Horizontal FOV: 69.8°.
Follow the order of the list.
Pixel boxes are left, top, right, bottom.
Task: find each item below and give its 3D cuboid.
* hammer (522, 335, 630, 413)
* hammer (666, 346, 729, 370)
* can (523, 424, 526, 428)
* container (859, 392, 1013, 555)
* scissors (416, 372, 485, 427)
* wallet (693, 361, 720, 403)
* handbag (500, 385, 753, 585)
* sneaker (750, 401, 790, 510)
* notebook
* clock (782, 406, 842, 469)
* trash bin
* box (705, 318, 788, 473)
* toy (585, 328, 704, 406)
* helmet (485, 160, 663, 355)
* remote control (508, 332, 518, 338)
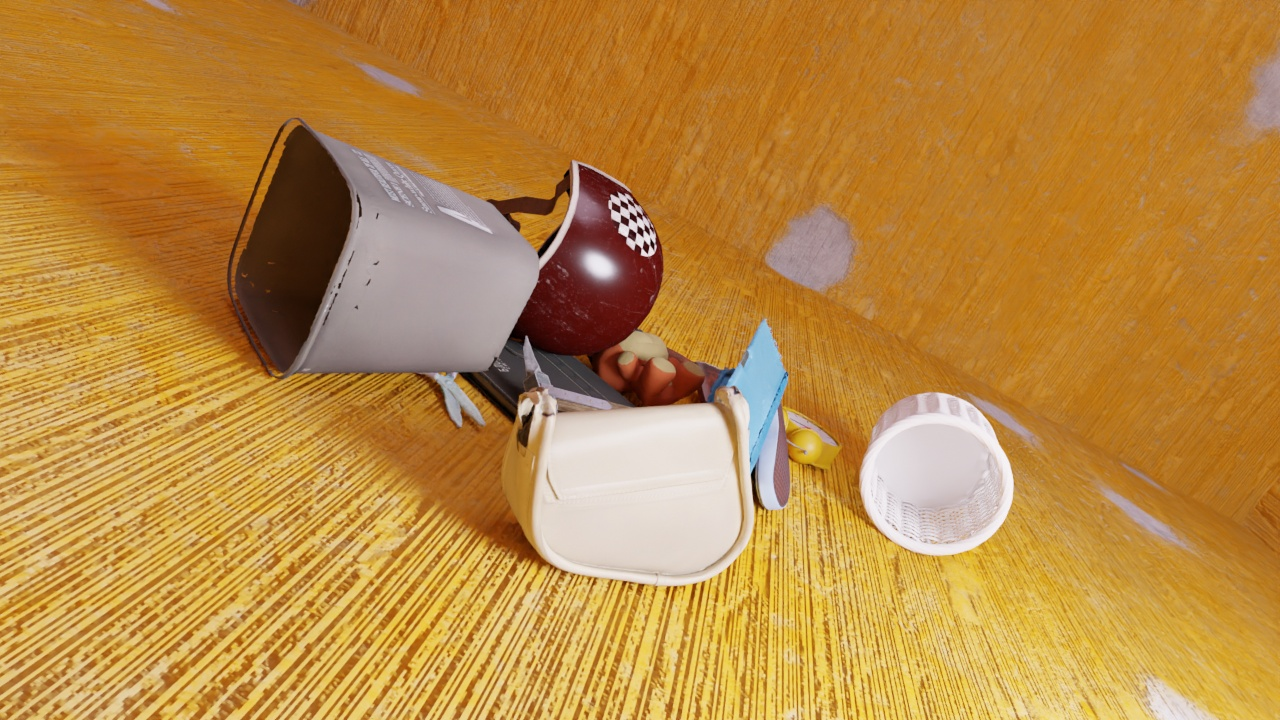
[{"bbox_3d":[-0.014,0.062,1.072,0.316,0.028,0.147,18,42,-48],"label":"hammer"},{"bbox_3d":[0.050,-0.005,1.418,0.300,0.028,0.111,28,16,-11],"label":"hammer"},{"bbox_3d":[-0.064,0.092,0.883,0.105,0.068,0.067,9,25,-48],"label":"can"},{"bbox_3d":[0.406,0.149,1.271,0.189,0.189,0.186,32,16,10],"label":"container"},{"bbox_3d":[-0.191,0.015,0.962,0.108,0.016,0.179,-12,41,-42],"label":"scissors"},{"bbox_3d":[0.114,0.054,1.323,0.072,0.019,0.122,22,32,-22],"label":"wallet"},{"bbox_3d":[-0.016,0.092,0.793,0.228,0.184,0.132,-2,29,-31],"label":"handbag"},{"bbox_3d":[0.136,0.116,1.178,0.098,0.083,0.240,-13,26,12],"label":"sneaker"},{"bbox_3d":[-0.118,0.022,1.080,0.169,0.029,0.208,38,17,29],"label":"notebook"},{"bbox_3d":[0.235,0.111,1.353,0.113,0.052,0.151,39,15,31],"label":"clock"},{"bbox_3d":[-0.241,-0.090,0.890,0.219,0.198,0.197,9,29,-46],"label":"trash bin"},{"bbox_3d":[0.112,0.038,1.117,0.094,0.110,0.230,0,26,22],"label":"box"},{"bbox_3d":[-0.007,0.008,1.192,0.176,0.096,0.112,7,0,41],"label":"toy"},{"bbox_3d":[-0.102,-0.125,1.117,0.253,0.234,0.233,34,31,-39],"label":"helmet"},{"bbox_3d":[-0.198,-0.036,1.123,0.046,0.009,0.124,10,4,33],"label":"remote control"}]
